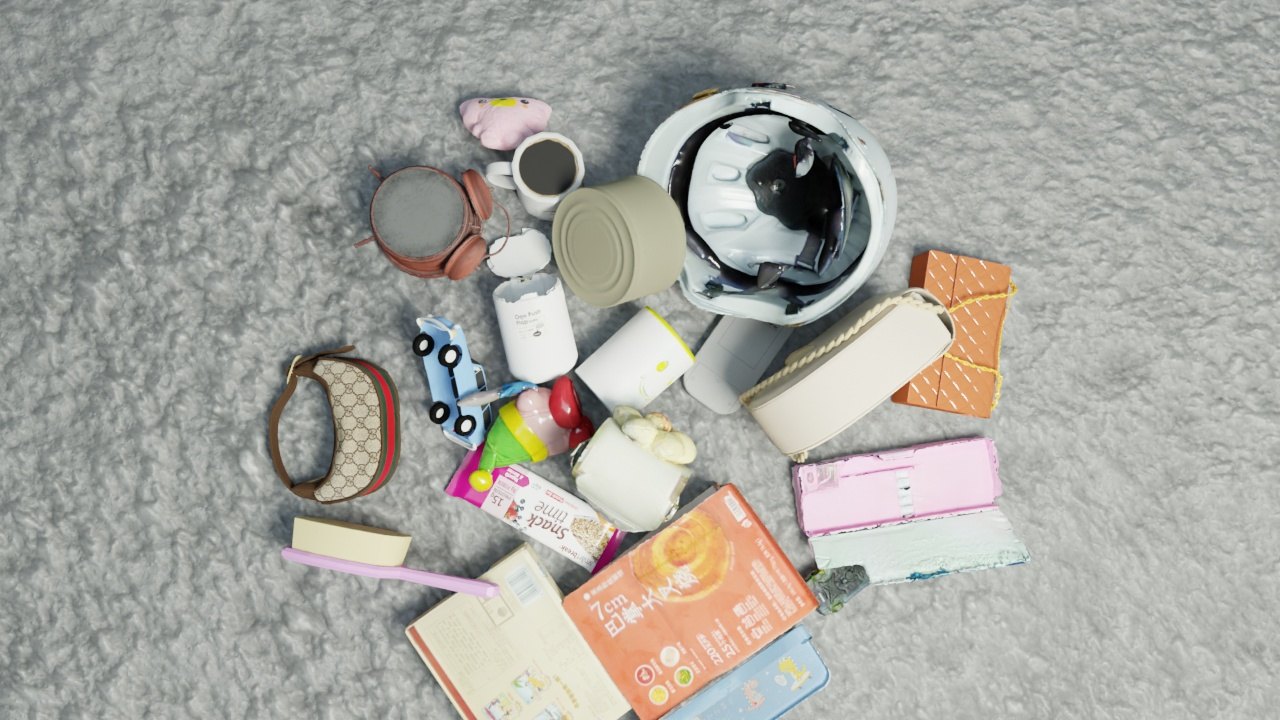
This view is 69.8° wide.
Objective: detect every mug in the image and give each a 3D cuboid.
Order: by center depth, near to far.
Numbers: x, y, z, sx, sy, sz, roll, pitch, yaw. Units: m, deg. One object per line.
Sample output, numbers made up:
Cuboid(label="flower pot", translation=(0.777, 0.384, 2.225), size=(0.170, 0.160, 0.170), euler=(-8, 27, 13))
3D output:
Cuboid(label="mug", translation=(-0.006, 0.006, 0.991), size=(0.106, 0.082, 0.082), euler=(-42, 90, -5))
Cuboid(label="mug", translation=(-0.113, -0.198, 0.992), size=(0.105, 0.089, 0.073), euler=(3, 86, -4))

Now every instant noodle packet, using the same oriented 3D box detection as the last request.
Cuboid(label="instant noodle packet", translation=(0.050, 0.256, 0.970), size=(0.220, 0.084, 0.164), euler=(-35, 90, -11))

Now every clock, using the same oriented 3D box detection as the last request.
Cuboid(label="clock", translation=(-0.219, -0.150, 0.992), size=(0.157, 0.072, 0.120), euler=(9, 86, -2))

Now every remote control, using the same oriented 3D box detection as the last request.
Cuboid(label="remote control", translation=(0.112, -0.013, 1.031), size=(0.074, 0.019, 0.151), euler=(36, 85, -1))

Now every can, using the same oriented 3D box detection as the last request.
Cuboid(label="can", translation=(-0.024, -0.123, 0.952), size=(0.073, 0.128, 0.128), euler=(-22, 88, -42))

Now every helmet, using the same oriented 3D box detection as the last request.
Cuboid(label="helmet", translation=(0.139, -0.170, 0.962), size=(0.264, 0.163, 0.237), euler=(20, 115, 23))

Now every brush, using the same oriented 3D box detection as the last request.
Cuboid(label="brush", translation=(-0.253, 0.202, 0.948), size=(0.229, 0.089, 0.043), euler=(9, 81, 9))

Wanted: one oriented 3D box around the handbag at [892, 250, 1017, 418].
Cuboid(label="handbag", translation=(0.357, -0.028, 1.030), size=(0.109, 0.060, 0.172), euler=(10, 86, -7))

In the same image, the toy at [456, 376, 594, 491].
Cuboid(label="toy", translation=(-0.122, 0.076, 0.965), size=(0.131, 0.124, 0.096), euler=(-13, 51, 6))

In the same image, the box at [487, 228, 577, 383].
Cuboid(label="box", translation=(-0.120, -0.062, 1.000), size=(0.083, 0.143, 0.137), euler=(-10, 117, -1))

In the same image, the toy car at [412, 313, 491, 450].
Cuboid(label="toy car", translation=(-0.194, 0.020, 0.965), size=(0.054, 0.056, 0.153), euler=(-33, 129, -39))

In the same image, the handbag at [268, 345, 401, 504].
Cuboid(label="handbag", translation=(-0.332, 0.068, 0.982), size=(0.138, 0.063, 0.166), euler=(-3, 88, 6))

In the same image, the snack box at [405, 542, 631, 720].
Cuboid(label="snack box", translation=(-0.127, 0.324, 0.979), size=(0.153, 0.055, 0.207), euler=(-34, 90, -6))

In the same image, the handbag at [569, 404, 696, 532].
Cuboid(label="handbag", translation=(-0.005, 0.111, 0.944), size=(0.112, 0.172, 0.123), euler=(31, 78, 5))

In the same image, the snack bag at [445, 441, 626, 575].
Cuboid(label="snack bag", translation=(-0.112, 0.163, 1.009), size=(0.196, 0.016, 0.070), euler=(30, 87, -2))

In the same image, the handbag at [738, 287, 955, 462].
Cuboid(label="handbag", translation=(0.213, 0.015, 0.939), size=(0.209, 0.210, 0.103), euler=(-38, 89, 5))

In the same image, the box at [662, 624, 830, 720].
Cuboid(label="box", translation=(0.102, 0.365, 0.993), size=(0.209, 0.049, 0.120), euler=(-32, 130, -5))

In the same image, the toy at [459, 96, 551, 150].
Cuboid(label="toy", translation=(-0.151, -0.259, 1.003), size=(0.102, 0.093, 0.050), euler=(1, 127, 0))

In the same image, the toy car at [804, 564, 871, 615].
Cuboid(label="toy car", translation=(0.226, 0.238, 1.018), size=(0.105, 0.033, 0.048), euler=(-30, 87, -18))

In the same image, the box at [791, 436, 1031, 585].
Cuboid(label="box", translation=(0.293, 0.171, 1.011), size=(0.230, 0.066, 0.158), euler=(-8, 63, -4))
